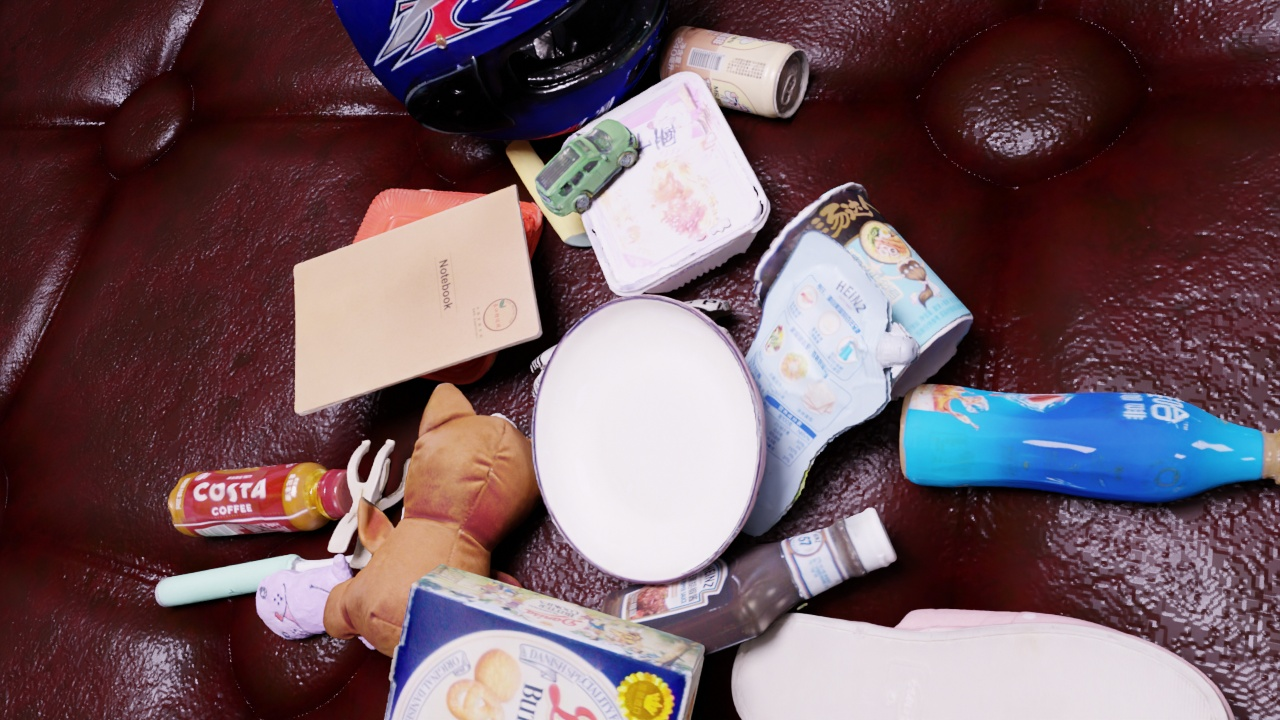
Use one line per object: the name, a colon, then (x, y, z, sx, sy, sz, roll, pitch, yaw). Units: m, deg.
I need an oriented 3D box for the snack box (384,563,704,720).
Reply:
snack box: (-0.068, 0.239, 0.563, 0.182, 0.045, 0.178, 13, 97, 12)

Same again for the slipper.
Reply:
slipper: (0.180, 0.199, 0.527, 0.275, 0.054, 0.114, -6, 62, 34)

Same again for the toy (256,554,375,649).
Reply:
toy: (-0.259, 0.194, 0.728, 0.108, 0.038, 0.084, -12, 104, 24)

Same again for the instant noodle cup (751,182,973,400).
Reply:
instant noodle cup: (0.155, -0.040, 0.622, 0.111, 0.111, 0.120, -43, 66, 1)

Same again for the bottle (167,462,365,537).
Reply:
bottle: (-0.316, 0.118, 0.781, 0.175, 0.057, 0.057, -7, 65, 21)

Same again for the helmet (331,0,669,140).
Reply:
helmet: (-0.093, -0.306, 0.757, 0.316, 0.240, 0.246, 5, 68, 38)

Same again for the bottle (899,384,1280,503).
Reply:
bottle: (0.270, 0.051, 0.548, 0.219, 0.065, 0.065, 3, 69, 24)

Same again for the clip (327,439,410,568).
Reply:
clip: (-0.223, 0.105, 0.733, 0.035, 0.082, 0.104, -1, 39, 24)

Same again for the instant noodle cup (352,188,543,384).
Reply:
instant noodle cup: (-0.184, -0.081, 0.800, 0.165, 0.079, 0.188, 8, 66, 22)

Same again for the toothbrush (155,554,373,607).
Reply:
toothbrush: (-0.315, 0.180, 0.772, 0.225, 0.027, 0.026, -13, 34, 18)

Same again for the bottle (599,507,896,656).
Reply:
bottle: (0.066, 0.147, 0.591, 0.195, 0.079, 0.044, -24, 104, 12)

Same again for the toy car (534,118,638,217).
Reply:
toy car: (-0.044, -0.155, 0.727, 0.091, 0.036, 0.043, -42, 56, -3)

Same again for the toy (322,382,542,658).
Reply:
toy: (-0.137, 0.124, 0.677, 0.131, 0.140, 0.199, -17, 49, 65)

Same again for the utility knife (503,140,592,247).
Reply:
utility knife: (-0.092, -0.168, 0.830, 0.031, 0.021, 0.198, -19, 61, -22)

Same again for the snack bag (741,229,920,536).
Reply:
snack bag: (0.095, 0.020, 0.598, 0.191, 0.038, 0.110, -56, 49, 32)

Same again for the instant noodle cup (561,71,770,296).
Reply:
instant noodle cup: (0.022, -0.133, 0.743, 0.138, 0.060, 0.173, -28, 58, 11)

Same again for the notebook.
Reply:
notebook: (-0.185, -0.050, 0.733, 0.208, 0.008, 0.147, -18, 61, 10)

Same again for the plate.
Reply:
plate: (0.007, 0.053, 0.623, 0.193, 0.039, 0.192, -2, 87, 38)

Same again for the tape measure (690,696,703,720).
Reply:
tape measure: (0.010, 0.234, 0.596, 0.058, 0.039, 0.057, -3, 66, 22)

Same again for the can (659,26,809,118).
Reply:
can: (0.077, -0.241, 0.766, 0.116, 0.058, 0.058, 22, 78, 30)

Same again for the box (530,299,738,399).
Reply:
box: (-0.003, 0.009, 0.695, 0.163, 0.076, 0.087, -15, 82, 14)
